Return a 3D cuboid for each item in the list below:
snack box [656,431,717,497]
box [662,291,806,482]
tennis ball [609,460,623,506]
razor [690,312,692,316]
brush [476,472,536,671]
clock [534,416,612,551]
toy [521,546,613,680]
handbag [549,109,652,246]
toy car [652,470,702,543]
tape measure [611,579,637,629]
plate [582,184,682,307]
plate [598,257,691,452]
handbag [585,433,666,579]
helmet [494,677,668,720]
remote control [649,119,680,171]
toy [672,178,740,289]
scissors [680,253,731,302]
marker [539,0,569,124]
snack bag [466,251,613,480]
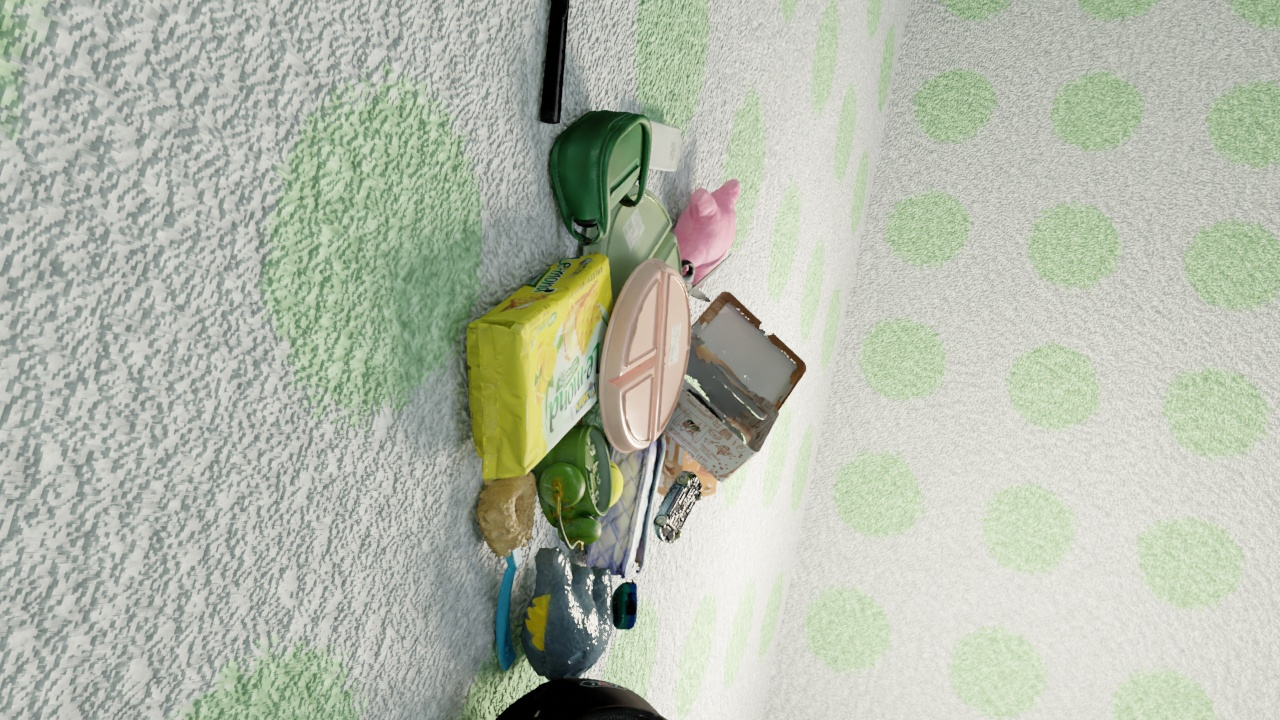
[{"bbox_3d":[0.057,0.142,1.332,0.076,0.093,0.094,-9,112,-39],"label":"snack box"},{"bbox_3d":[0.121,0.030,1.311,0.088,0.178,0.261,-46,-178,36],"label":"box"},{"bbox_3d":[-0.054,0.149,1.110,0.065,0.065,0.065,11,89,-70],"label":"tennis ball"},{"bbox_3d":[0.037,-0.080,1.305,0.042,0.022,0.143,-50,154,-4],"label":"razor"},{"bbox_3d":[-0.140,0.223,0.963,0.083,0.046,0.255,-52,151,-59],"label":"brush"},{"bbox_3d":[-0.073,0.134,0.999,0.160,0.056,0.116,-81,158,-52],"label":"clock"},{"bbox_3d":[-0.082,0.300,1.061,0.356,0.091,0.137,72,29,-70],"label":"toy"},{"bbox_3d":[-0.036,-0.198,0.971,0.131,0.068,0.120,-57,148,-48],"label":"handbag"},{"bbox_3d":[0.049,0.200,1.257,0.049,0.031,0.105,51,59,-39],"label":"toy car"},{"bbox_3d":[-0.021,0.305,1.137,0.058,0.025,0.054,121,-29,-54],"label":"tape measure"},{"bbox_3d":[-0.002,-0.102,1.109,0.229,0.027,0.230,2,87,-63],"label":"plate"},{"bbox_3d":[0.012,-0.003,1.065,0.229,0.028,0.229,10,90,-69],"label":"plate"},{"bbox_3d":[-0.016,0.186,1.205,0.134,0.075,0.194,6,95,-84],"label":"handbag"},{"bbox_3d":[-0.070,0.448,0.957,0.275,0.233,0.230,-68,-154,8],"label":"helmet"},{"bbox_3d":[0.016,-0.269,1.147,0.149,0.021,0.058,-20,119,-67],"label":"remote control"},{"bbox_3d":[0.087,-0.170,1.323,0.194,0.075,0.179,-35,143,-58],"label":"toy"},{"bbox_3d":[0.072,-0.103,1.291,0.176,0.014,0.160,-43,158,-22],"label":"scissors"},{"bbox_3d":[-0.080,-0.293,0.874,0.020,0.022,0.132,0,103,-33],"label":"marker"},{"bbox_3d":[-0.095,-0.007,0.913,0.245,0.068,0.158,-47,143,-58],"label":"snack bag"}]
